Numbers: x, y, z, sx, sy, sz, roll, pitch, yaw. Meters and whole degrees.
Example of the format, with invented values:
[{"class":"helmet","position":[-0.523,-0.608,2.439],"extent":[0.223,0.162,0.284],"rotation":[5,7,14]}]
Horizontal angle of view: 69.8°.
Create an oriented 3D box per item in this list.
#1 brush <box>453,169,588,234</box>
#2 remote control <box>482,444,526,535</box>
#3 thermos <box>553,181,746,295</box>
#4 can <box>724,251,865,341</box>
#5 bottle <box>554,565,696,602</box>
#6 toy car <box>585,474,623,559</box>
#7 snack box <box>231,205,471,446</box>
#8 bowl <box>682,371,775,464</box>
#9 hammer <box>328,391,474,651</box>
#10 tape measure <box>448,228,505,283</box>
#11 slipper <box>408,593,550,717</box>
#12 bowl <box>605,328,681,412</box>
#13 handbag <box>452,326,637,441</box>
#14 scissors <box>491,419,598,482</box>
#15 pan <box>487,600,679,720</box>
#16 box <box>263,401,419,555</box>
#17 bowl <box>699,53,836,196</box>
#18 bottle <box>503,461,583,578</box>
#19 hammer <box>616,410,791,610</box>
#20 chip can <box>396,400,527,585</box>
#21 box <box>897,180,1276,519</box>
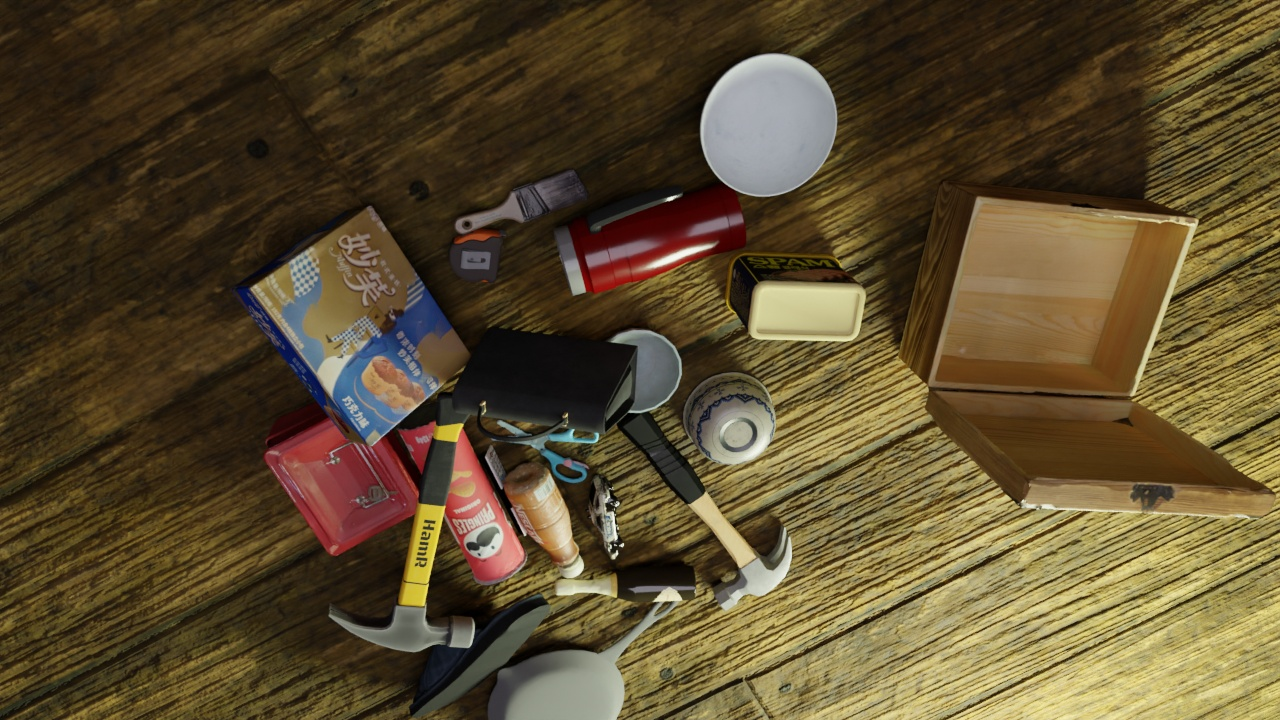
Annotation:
[{"class":"brush","position":[-0.131,-0.169,0.999],"extent":[0.151,0.012,0.039],"rotation":[-22,112,-9]},{"class":"remote control","position":[-0.168,0.163,1.142],"extent":[0.012,0.028,0.124],"rotation":[-15,115,13]},{"class":"thermos","position":[0.009,-0.140,0.997],"extent":[0.198,0.084,0.108],"rotation":[-16,149,-3]},{"class":"can","position":[0.175,-0.072,1.045],"extent":[0.135,0.104,0.075],"rotation":[1,113,-9]},{"class":"bottle","position":[-0.021,0.296,1.210],"extent":[0.184,0.045,0.045],"rotation":[0,113,-8]},{"class":"toy car","position":[-0.047,0.200,1.162],"extent":[0.040,0.048,0.113],"rotation":[-10,114,-8]},{"class":"snack box","position":[-0.299,-0.037,0.973],"extent":[0.154,0.069,0.203],"rotation":[-44,118,-30]},{"class":"bowl","position":[0.114,0.078,1.126],"extent":[0.115,0.059,0.116],"rotation":[-3,114,-7]},{"class":"hammer","position":[-0.250,0.189,1.055],"extent":[0.169,0.034,0.325],"rotation":[10,105,-19]},{"class":"tape measure","position":[-0.182,-0.116,1.012],"extent":[0.058,0.038,0.058],"rotation":[8,112,-11]},{"class":"slipper","position":[-0.223,0.366,1.200],"extent":[0.266,0.083,0.108],"rotation":[-49,155,25]},{"class":"bowl","position":[-0.006,0.006,1.089],"extent":[0.106,0.039,0.106],"rotation":[-3,114,-7]},{"class":"handbag","position":[-0.110,0.040,0.978],"extent":[0.176,0.195,0.072],"rotation":[7,113,10]},{"class":"scissors","position":[-0.112,0.093,1.128],"extent":[0.142,0.015,0.095],"rotation":[31,107,-23]},{"class":"pan","position":[-0.070,0.442,1.269],"extent":[0.355,0.024,0.216],"rotation":[-45,118,8]},{"class":"box","position":[-0.345,0.125,1.073],"extent":[0.129,0.097,0.158],"rotation":[-24,111,-2]},{"class":"bowl","position":[0.127,-0.254,0.975],"extent":[0.144,0.074,0.144],"rotation":[-3,114,-7]},{"class":"bottle","position":[-0.114,0.205,1.151],"extent":[0.059,0.059,0.167],"rotation":[-21,119,1]},{"class":"hammer","position":[0.079,0.183,1.181],"extent":[0.131,0.039,0.328],"rotation":[-35,113,6]},{"class":"chip can","position":[-0.215,0.159,1.110],"extent":[0.073,0.073,0.233],"rotation":[-21,114,1]},{"class":"box","position":[0.485,-0.008,0.997],"extent":[0.279,0.336,0.287],"rotation":[3,115,-11]}]
